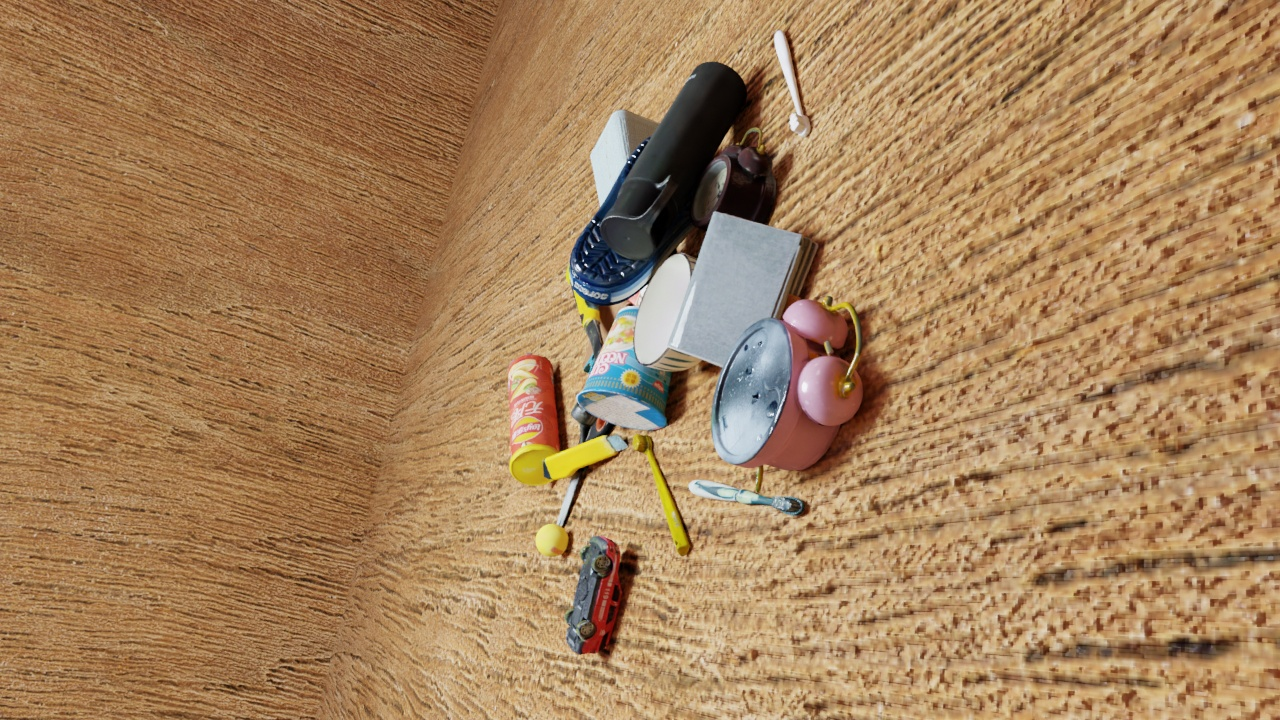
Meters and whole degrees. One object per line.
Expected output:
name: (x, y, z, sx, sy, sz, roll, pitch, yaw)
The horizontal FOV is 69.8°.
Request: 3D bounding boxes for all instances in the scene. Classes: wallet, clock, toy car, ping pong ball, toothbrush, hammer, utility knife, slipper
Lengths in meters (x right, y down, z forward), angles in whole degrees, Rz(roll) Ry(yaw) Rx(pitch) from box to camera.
wallet: (0.090, -0.056, 0.805, 0.107, 0.037, 0.130, 22, 95, 31)
clock: (0.094, -0.169, 0.901, 0.122, 0.055, 0.082, -68, 21, 9)
toy car: (-0.045, 0.242, 0.947, 0.053, 0.045, 0.120, -167, 89, -67)
ping pong ball: (-0.108, 0.221, 1.126, 0.040, 0.040, 0.040, -50, 31, 45)
toothbrush: (0.018, 0.128, 0.916, 0.016, 0.016, 0.190, -65, 23, 22)
toothbrush: (0.146, -0.279, 0.909, 0.016, 0.016, 0.179, -50, 30, 41)
wallet: (-0.042, -0.031, 1.186, 0.101, 0.020, 0.115, -140, 65, -66)
hammer: (-0.060, -0.053, 1.158, 0.126, 0.032, 0.322, -56, 24, 21)
clock: (0.116, 0.019, 0.701, 0.117, 0.059, 0.159, -92, 27, -43)
toothbrush: (0.081, 0.113, 0.772, 0.192, 0.018, 0.016, -6, 69, 67)
utility knife: (-0.068, 0.117, 1.109, 0.177, 0.015, 0.033, -25, 88, 48)
slipper: (0.007, -0.144, 0.999, 0.252, 0.105, 0.095, -59, -12, -34)

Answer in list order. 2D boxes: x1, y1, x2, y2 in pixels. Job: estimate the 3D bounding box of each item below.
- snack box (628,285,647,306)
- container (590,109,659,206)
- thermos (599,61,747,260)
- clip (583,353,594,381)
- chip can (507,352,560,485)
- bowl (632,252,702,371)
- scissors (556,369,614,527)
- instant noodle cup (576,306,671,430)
snack box: (0.008, -0.103, 1.103, 0.075, 0.025, 0.153, -69, 22, 10)
container: (-0.006, -0.239, 1.160, 0.090, 0.090, 0.111, -54, 31, 41)
thermos: (0.044, -0.211, 0.939, 0.090, 0.068, 0.241, -25, 32, 53)
clip: (-0.059, 0.005, 1.168, 0.034, 0.013, 0.055, -104, 31, -43)
chip can: (-0.152, 0.080, 1.300, 0.073, 0.073, 0.216, -61, 24, 29)
bowl: (0.048, -0.041, 0.904, 0.117, 0.066, 0.116, -48, 33, 46)
scissors: (-0.067, 0.117, 1.128, 0.140, 0.021, 0.235, 0, 80, 61)
instant noodle cup: (-0.006, 0.006, 0.977, 0.099, 0.099, 0.109, -31, 39, 60)
